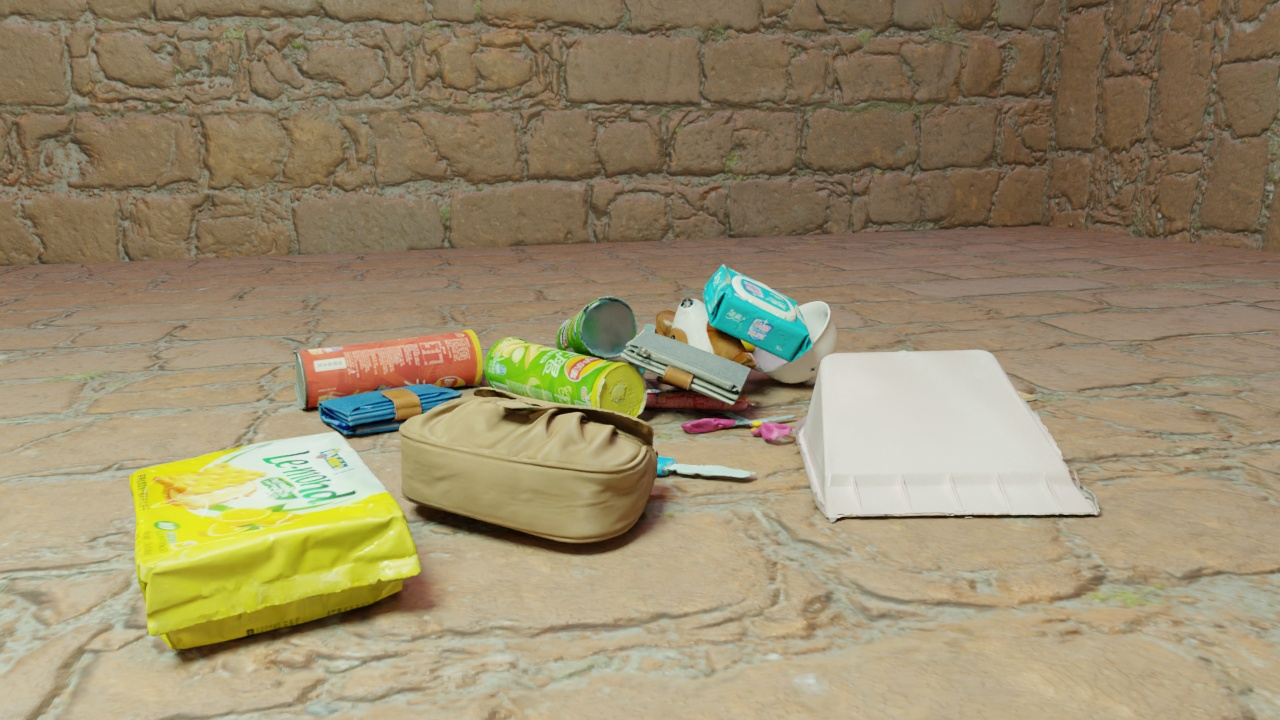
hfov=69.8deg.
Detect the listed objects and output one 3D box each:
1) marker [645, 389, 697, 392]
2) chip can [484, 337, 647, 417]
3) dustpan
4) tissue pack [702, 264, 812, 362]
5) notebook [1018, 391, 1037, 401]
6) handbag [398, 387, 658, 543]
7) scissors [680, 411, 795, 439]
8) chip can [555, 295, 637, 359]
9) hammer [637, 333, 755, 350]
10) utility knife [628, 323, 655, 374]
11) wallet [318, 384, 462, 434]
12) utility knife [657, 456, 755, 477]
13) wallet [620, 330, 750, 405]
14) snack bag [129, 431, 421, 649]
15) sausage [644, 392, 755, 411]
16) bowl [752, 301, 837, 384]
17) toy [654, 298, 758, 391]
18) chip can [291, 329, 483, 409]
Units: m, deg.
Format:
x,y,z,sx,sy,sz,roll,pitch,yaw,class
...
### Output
x,y,z,sx,sy,sz,roll,pitch,yaw,class
0.005,0.042,1.065,0.131,0.018,0.022,1,5,8,marker
-0.092,0.021,1.036,0.072,0.072,0.222,-13,17,-41,chip can
0.259,0.090,0.857,0.222,0.139,0.272,1,41,3,dustpan
0.138,-0.055,1.073,0.133,0.050,0.093,24,26,-14,tissue pack
0.344,0.030,1.111,0.147,0.008,0.208,-7,14,-26,notebook
-0.088,0.075,0.736,0.205,0.100,0.147,9,12,23,handbag
0.107,0.066,0.959,0.134,0.017,0.133,-5,9,-17,scissors
-0.057,-0.031,1.133,0.072,0.072,0.236,-3,-2,-11,chip can
0.105,-0.026,1.321,0.301,0.033,0.128,-1,12,-1,hammer
-0.006,0.006,1.075,0.029,0.013,0.175,-10,34,21,utility knife
-0.274,0.050,1.008,0.132,0.040,0.106,-11,12,-34,wallet
-0.004,0.093,0.839,0.219,0.018,0.034,5,13,17,utility knife
0.049,0.009,0.985,0.130,0.037,0.106,21,16,8,wallet
-0.264,0.116,0.641,0.157,0.068,0.247,-9,15,-28,snack bag
0.054,0.045,1.015,0.156,0.020,0.020,0,12,26,sausage
0.202,-0.009,1.132,0.118,0.065,0.118,-38,21,17,bowl
0.078,-0.023,1.127,0.140,0.130,0.199,-17,20,12,toy
-0.301,0.010,1.106,0.216,0.073,0.073,-9,15,-30,chip can
